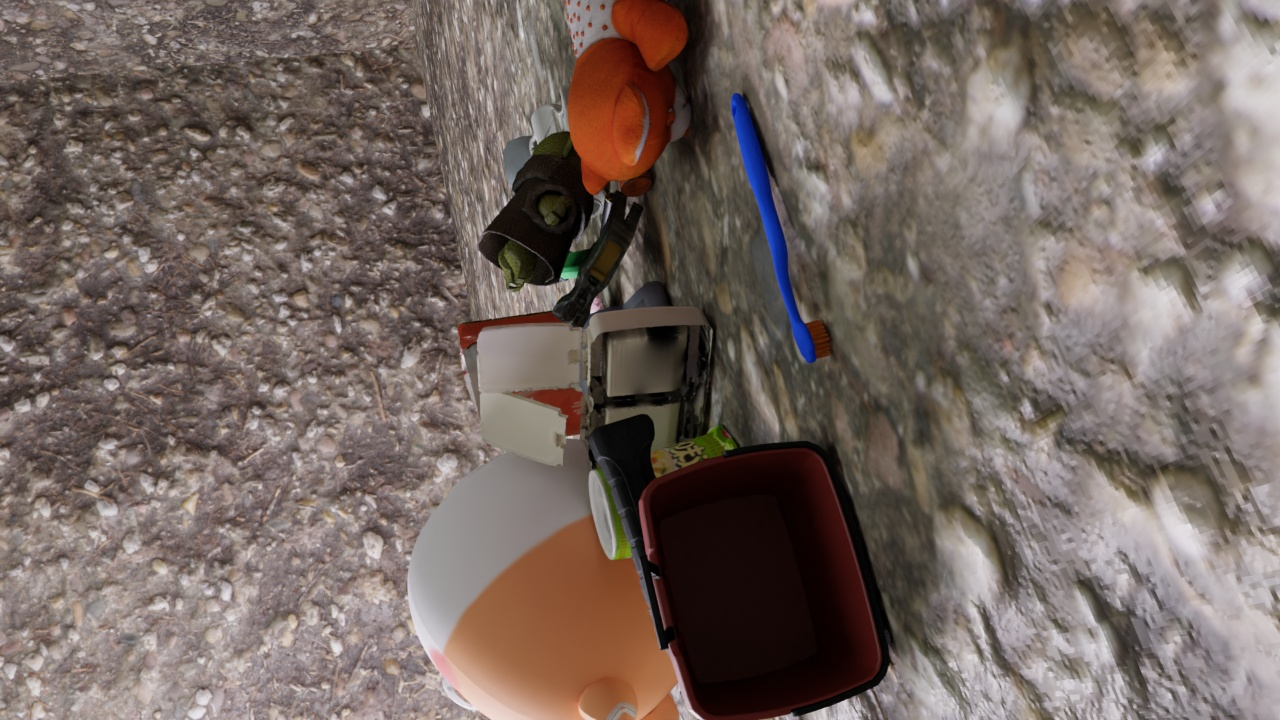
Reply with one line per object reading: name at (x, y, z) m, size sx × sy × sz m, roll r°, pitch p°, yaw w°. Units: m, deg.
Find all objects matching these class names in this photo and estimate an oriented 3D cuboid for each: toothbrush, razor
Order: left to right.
razor at (-0.040, -0.124, 0.966) m, size 0.042 × 0.022 × 0.145 m, roll 63°, pitch 154°, yaw 25°
toothbrush at (0.080, -0.083, 0.544) m, size 0.016 × 0.018 × 0.182 m, roll 114°, pitch 146°, yaw -66°

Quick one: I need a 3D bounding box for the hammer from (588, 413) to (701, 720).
hammer at (0.035, 0.198, 0.617) m, size 0.025 × 0.117 × 0.332 m, roll 127°, pitch 125°, yaw -68°

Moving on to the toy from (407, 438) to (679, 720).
toy at (-0.070, 0.216, 0.832) m, size 0.280 × 0.265 × 0.263 m, roll 50°, pitch 180°, yaw 30°

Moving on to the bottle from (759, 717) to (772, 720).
bottle at (0.082, 0.220, 0.673) m, size 0.045 × 0.045 × 0.184 m, roll -163°, pitch 64°, yaw -74°

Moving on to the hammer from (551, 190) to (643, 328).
hammer at (-0.072, -0.096, 0.925) m, size 0.130 × 0.032 × 0.319 m, roll -61°, pitch 16°, yaw -5°

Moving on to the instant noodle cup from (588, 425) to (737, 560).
instant noodle cup at (0.020, 0.109, 0.715) m, size 0.099 × 0.108 × 0.099 m, roll 168°, pitch 91°, yaw -76°

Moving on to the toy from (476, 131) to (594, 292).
toy at (-0.085, -0.135, 0.827) m, size 0.152 × 0.078 × 0.180 m, roll -63°, pitch 14°, yaw -16°

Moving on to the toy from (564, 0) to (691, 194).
toy at (-0.007, -0.213, 0.661) m, size 0.164 × 0.092 × 0.172 m, roll 167°, pitch 105°, yaw -73°

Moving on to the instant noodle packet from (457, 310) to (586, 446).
instant noodle packet at (-0.117, 0.032, 1.079) m, size 0.220 × 0.164 × 0.084 m, roll -120°, pitch 26°, yaw -54°

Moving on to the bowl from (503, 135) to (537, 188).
bowl at (-0.108, -0.214, 1.057) m, size 0.106 × 0.039 × 0.106 m, roll 38°, pitch -139°, yaw -44°

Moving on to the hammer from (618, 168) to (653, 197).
hammer at (-0.043, -0.290, 0.835) m, size 0.138 × 0.035 × 0.314 m, roll 123°, pitch 134°, yaw -70°

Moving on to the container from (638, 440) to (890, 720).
container at (0.064, 0.124, 0.518) m, size 0.201 × 0.127 × 0.148 m, roll 94°, pitch 163°, yaw -74°

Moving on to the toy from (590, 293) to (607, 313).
toy at (-0.043, -0.035, 0.999) m, size 0.123 × 0.038 × 0.079 m, roll 81°, pitch 165°, yaw -46°

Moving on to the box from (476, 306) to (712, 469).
box at (-0.038, 0.023, 0.733) m, size 0.050 × 0.183 × 0.144 m, roll -108°, pitch 19°, yaw -53°

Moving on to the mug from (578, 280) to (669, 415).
mug at (-0.005, 0.005, 0.826) m, size 0.124 × 0.083 × 0.104 m, roll -40°, pitch 58°, yaw 43°

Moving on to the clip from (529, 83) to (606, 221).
clip at (-0.062, -0.219, 0.949) m, size 0.153 × 0.095 × 0.126 m, roll -43°, pitch 57°, yaw 49°
